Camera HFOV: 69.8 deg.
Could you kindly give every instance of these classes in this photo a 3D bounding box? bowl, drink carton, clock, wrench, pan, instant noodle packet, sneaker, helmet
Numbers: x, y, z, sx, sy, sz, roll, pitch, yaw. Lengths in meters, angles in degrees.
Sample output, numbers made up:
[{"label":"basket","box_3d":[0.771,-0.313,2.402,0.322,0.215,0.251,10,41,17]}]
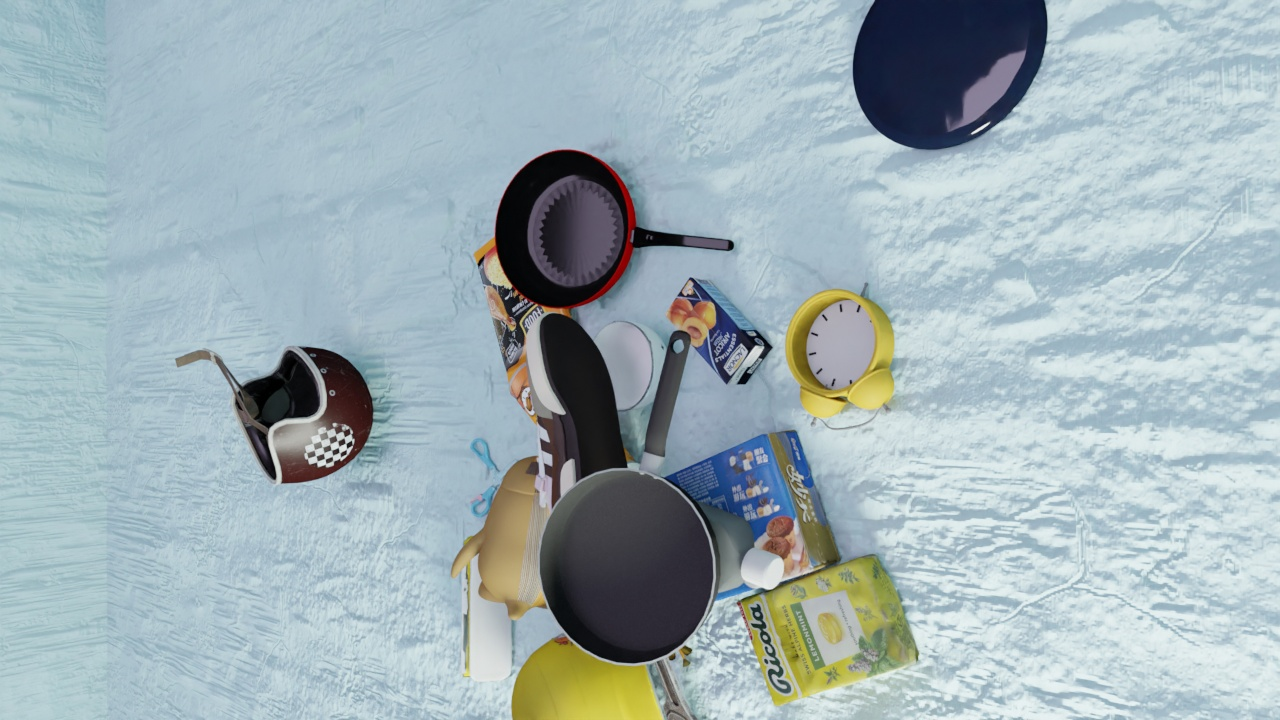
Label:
[{"label":"bowl","box_3d":[-0.007,0.007,1.159,0.114,0.063,0.113,0,90,42]},{"label":"drink carton","box_3d":[0.092,-0.034,1.087,0.130,0.040,0.064,50,121,30]},{"label":"clock","box_3d":[0.213,-0.003,0.971,0.114,0.052,0.151,-15,75,41]},{"label":"wrench","box_3d":[0.019,0.346,1.100,0.070,0.010,0.273,-6,108,53]},{"label":"pan","box_3d":[-0.036,-0.162,1.186,0.357,0.067,0.209,10,95,27]},{"label":"instant noodle packet","box_3d":[-0.169,-0.095,1.328,0.160,0.032,0.220,-30,70,38]},{"label":"sneaker","box_3d":[-0.096,0.091,1.124,0.117,0.111,0.293,-24,77,39]},{"label":"helmet","box_3d":[-0.589,0.087,1.556,0.233,0.252,0.234,26,131,45]},{"label":"pan","box_3d":[0.007,0.144,0.977,0.204,0.044,0.355,15,91,24]},{"label":"pan","box_3d":[0.267,-0.376,0.946,0.199,0.021,0.356,-44,61,33]},{"label":"helmet","box_3d":[-0.094,0.455,1.183,0.241,0.139,0.209,-32,68,38]}]

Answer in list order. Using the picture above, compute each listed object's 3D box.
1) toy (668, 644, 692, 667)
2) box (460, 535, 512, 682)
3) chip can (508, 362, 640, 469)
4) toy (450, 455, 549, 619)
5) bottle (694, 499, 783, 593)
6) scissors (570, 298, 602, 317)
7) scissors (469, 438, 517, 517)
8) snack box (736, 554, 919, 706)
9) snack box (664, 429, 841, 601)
[{"label":"toy","box_3d":[0.035,0.331,1.127,0.076,0.062,0.100,-24,91,18]},{"label":"box","box_3d":[-0.235,0.370,1.383,0.080,0.079,0.209,180,91,-76]},{"label":"chip can","box_3d":[-0.090,0.091,1.226,0.215,0.075,0.075,47,119,32]},{"label":"toy","box_3d":[-0.145,0.226,1.237,0.162,0.198,0.203,-138,56,-86]},{"label":"bottle","box_3d":[0.075,0.204,1.000,0.174,0.046,0.084,13,99,41]},{"label":"scissors","box_3d":[-0.081,-0.147,1.261,0.139,0.028,0.170,-33,72,35]},{"label":"scissors","box_3d":[-0.231,0.174,1.398,0.135,0.015,0.135,-43,64,27]},{"label":"snack box","box_3d":[0.197,0.289,0.984,0.181,0.045,0.121,-33,69,37]},{"label":"snack box","box_3d":[0.106,0.186,1.051,0.203,0.069,0.155,-30,70,38]}]
